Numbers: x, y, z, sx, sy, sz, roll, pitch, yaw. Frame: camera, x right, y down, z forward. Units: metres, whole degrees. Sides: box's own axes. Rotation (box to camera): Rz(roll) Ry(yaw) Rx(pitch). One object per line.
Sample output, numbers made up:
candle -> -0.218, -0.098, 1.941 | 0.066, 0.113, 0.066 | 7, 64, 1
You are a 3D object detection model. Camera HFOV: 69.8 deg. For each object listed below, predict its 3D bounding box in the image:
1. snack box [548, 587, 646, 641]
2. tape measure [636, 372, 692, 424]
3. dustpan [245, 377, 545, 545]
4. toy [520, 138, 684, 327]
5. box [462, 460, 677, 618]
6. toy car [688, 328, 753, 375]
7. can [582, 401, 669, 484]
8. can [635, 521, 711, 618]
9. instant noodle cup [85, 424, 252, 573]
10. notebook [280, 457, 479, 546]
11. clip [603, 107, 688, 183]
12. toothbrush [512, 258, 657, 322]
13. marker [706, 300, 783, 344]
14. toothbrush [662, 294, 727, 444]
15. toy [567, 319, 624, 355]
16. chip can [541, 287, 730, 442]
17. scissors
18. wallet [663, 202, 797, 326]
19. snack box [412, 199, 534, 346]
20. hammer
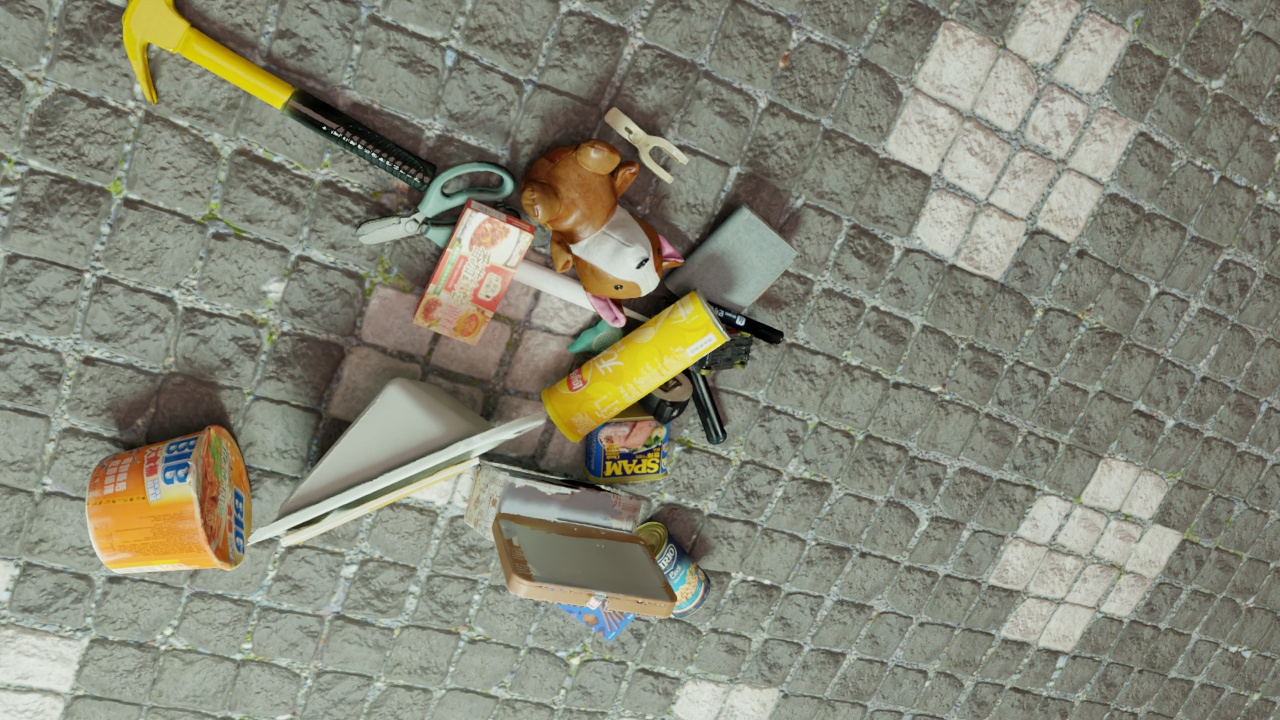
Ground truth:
snack box -> -0.065, 0.292, 1.184 | 0.084, 0.026, 0.157 | -46, 117, 4
tape measure -> 0.027, 0.037, 1.083 | 0.065, 0.066, 0.034 | -31, 153, -45
dustpan -> -0.230, 0.117, 0.950 | 0.142, 0.223, 0.257 | 37, 87, 2
toy -> -0.036, -0.136, 0.972 | 0.140, 0.130, 0.199 | -39, 127, -9
box -> -0.078, 0.188, 0.996 | 0.178, 0.261, 0.102 | 14, 86, -22
toy car -> 0.093, -0.012, 1.089 | 0.106, 0.031, 0.049 | -10, 113, -44
can -> -0.016, 0.097, 1.103 | 0.102, 0.057, 0.083 | -3, 110, -17
can -> 0.032, 0.271, 1.179 | 0.075, 0.075, 0.111 | -39, 118, 0
instant noodle cup -> -0.478, 0.147, 0.934 | 0.111, 0.151, 0.151 | -9, 114, -5
notebook -> -0.277, 0.152, 0.986 | 0.206, 0.146, 0.010 | -22, 86, -19
clip -> 0.009, -0.230, 0.995 | 0.101, 0.096, 0.035 | 40, 98, 16
toothbrush -> -0.062, -0.074, 1.035 | 0.221, 0.026, 0.027 | 20, 146, -23
marker -> 0.109, -0.047, 1.073 | 0.132, 0.020, 0.022 | 20, 149, -22
toothbrush -> 0.064, 0.012, 1.104 | 0.027, 0.026, 0.213 | -18, 119, 4
toy -> -0.023, -0.015, 1.069 | 0.096, 0.030, 0.092 | -37, 122, 8
chip can -> -0.006, 0.006, 1.024 | 0.213, 0.072, 0.072 | -34, 118, 9
scissors -> -0.205, -0.162, 0.931 | 0.185, 0.019, 0.130 | -2, 132, -28
wallet -> 0.108, -0.108, 1.066 | 0.106, 0.037, 0.130 | 35, 112, -30
snack box -> -0.177, -0.090, 0.969 | 0.075, 0.025, 0.153 | 22, 119, -20
hammer -> -0.335, -0.248, 0.875 | 0.300, 0.033, 0.129 | 28, 101, -25
